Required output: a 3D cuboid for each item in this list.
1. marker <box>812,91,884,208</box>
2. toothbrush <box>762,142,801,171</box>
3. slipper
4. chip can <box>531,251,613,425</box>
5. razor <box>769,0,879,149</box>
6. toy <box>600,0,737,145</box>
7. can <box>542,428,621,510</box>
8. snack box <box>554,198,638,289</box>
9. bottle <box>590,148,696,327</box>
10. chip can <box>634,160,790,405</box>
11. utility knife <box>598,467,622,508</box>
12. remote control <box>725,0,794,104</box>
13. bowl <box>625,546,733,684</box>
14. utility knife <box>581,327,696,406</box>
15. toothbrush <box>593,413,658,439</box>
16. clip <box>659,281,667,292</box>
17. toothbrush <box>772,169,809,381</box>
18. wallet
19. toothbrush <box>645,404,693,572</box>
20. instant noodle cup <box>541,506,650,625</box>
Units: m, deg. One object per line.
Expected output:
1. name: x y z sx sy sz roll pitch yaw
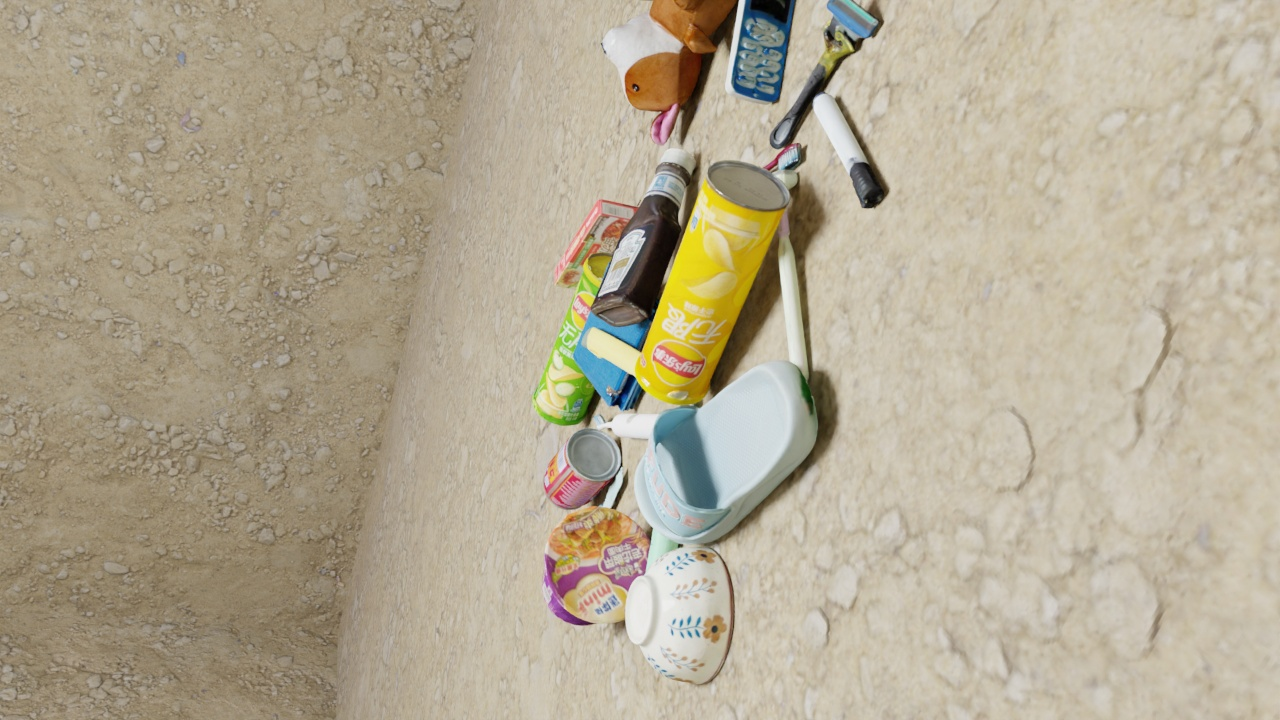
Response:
1. marker: 0.152 -0.159 0.684 0.130 0.018 0.023 -102 21 -43
2. toothbrush: 0.093 -0.152 0.834 0.188 0.016 0.017 153 115 -63
3. slipper: 0.052 0.079 0.735 0.246 0.074 0.104 -47 49 51
4. chip can: -0.067 -0.019 1.095 0.072 0.072 0.222 -106 34 -49
5. razor: 0.142 -0.226 0.739 0.042 0.022 0.143 43 139 12
6. toy: 0.025 -0.341 0.963 0.200 0.130 0.140 111 152 -50
7. can: -0.069 0.125 1.042 0.094 0.066 0.066 129 145 -50
8. snack box: -0.042 -0.130 1.079 0.153 0.075 0.025 132 142 -53
9. bottle: 0.010 -0.128 0.930 0.080 0.044 0.194 -12 52 55
10. chip can: 0.056 -0.060 0.775 0.072 0.072 0.214 -104 25 -46
11. utility knife: -0.055 0.201 1.042 0.034 0.018 0.207 -108 37 -52
12. remote control: 0.107 -0.292 0.816 0.024 0.049 0.125 -173 94 -72
13. bowl: 0.025 0.213 0.775 0.113 0.062 0.113 -171 91 -70
14. utility knife: -0.006 0.005 0.929 0.195 0.020 0.031 34 121 51
15. toothbrush: -0.009 0.069 0.972 0.026 0.026 0.221 62 159 -8
16. clip: 0.054 -0.072 0.871 0.105 0.034 0.080 -41 43 51
17. toothbrush: 0.119 -0.069 0.727 0.029 0.020 0.189 -17 61 30
18. wallet: -0.021 -0.025 0.991 0.106 0.040 0.133 49 131 34
19. toothbrush: 0.026 0.143 0.849 0.027 0.026 0.224 156 123 -87
20. instant noodle cup: -0.048 0.213 0.912 0.099 0.111 0.111 119 153 -61
